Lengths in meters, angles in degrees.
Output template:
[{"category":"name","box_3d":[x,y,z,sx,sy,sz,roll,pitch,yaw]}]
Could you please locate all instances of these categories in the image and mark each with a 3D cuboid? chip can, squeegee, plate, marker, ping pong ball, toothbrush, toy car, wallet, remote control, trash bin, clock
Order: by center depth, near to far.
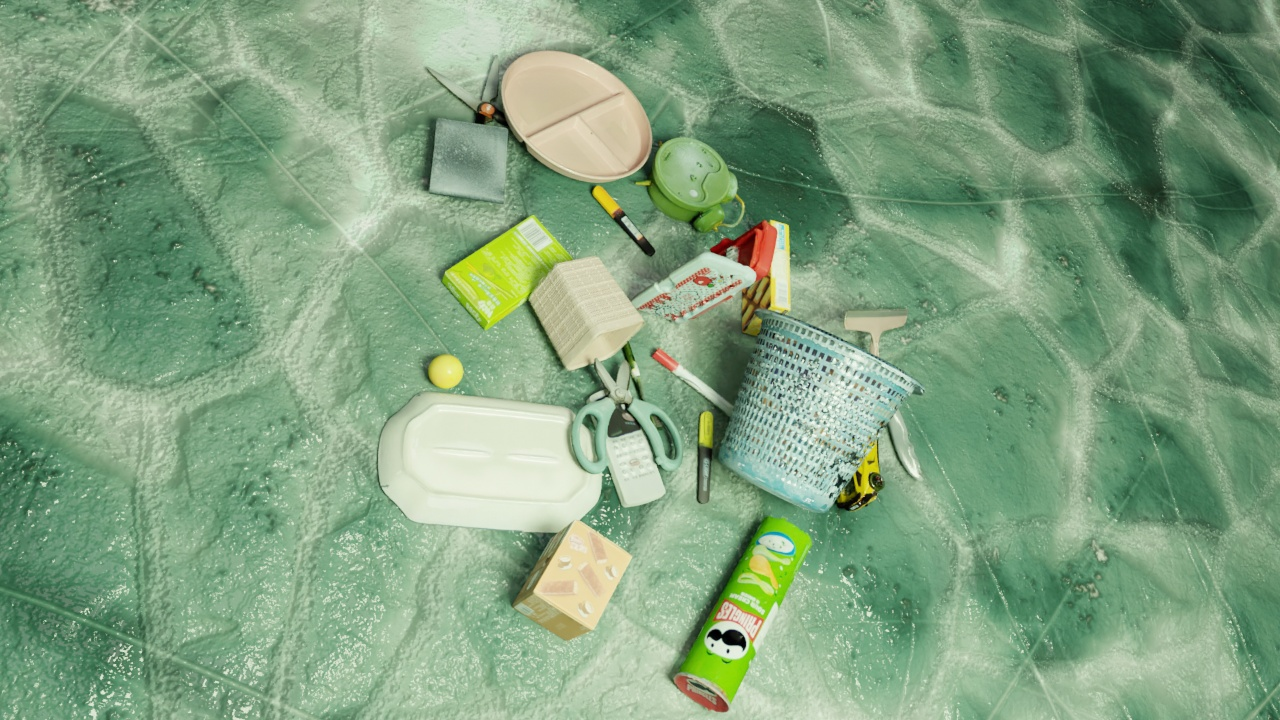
[{"category":"plate","box_3d":[-0.166,0.113,1.063,0.265,0.034,0.161,9,64,-19]},{"category":"ping pong ball","box_3d":[-0.229,0.013,1.079,0.040,0.040,0.040,9,64,-19]},{"category":"chip can","box_3d":[0.125,0.293,1.082,0.072,0.072,0.235,38,58,-3]},{"category":"trash bin","box_3d":[0.201,0.070,1.128,0.226,0.226,0.195,27,91,-10]},{"category":"remote control","box_3d":[-0.018,0.105,1.136,0.058,0.021,0.150,-12,73,-27]},{"category":"marker","box_3d":[0.083,0.124,1.174,0.018,0.015,0.124,11,65,-15]},{"category":"toothbrush","box_3d":[-0.007,0.007,1.192,0.017,0.012,0.185,-8,70,-32]},{"category":"wallet","box_3d":[-0.223,-0.261,1.201,0.097,0.019,0.120,6,64,-14]},{"category":"marker","box_3d":[0.076,0.033,1.212,0.145,0.017,0.017,38,58,-3]},{"category":"toy car","box_3d":[0.289,0.128,1.226,0.041,0.071,0.155,21,58,-17]},{"category":"marker","box_3d":[-0.023,-0.193,1.276,0.124,0.015,0.018,48,60,1]},{"category":"plate","box_3d":[-0.090,-0.342,1.293,0.229,0.028,0.229,14,56,-22]},{"category":"squeegee","box_3d":[0.352,0.051,1.295,0.247,0.040,0.249,-4,80,-56]},{"category":"clock","box_3d":[0.080,-0.248,1.319,0.161,0.056,0.115,31,59,-7]}]

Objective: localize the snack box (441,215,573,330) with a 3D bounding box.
[{"category":"snack box","box_3d":[-0.167,-0.114,1.172,0.086,0.026,0.156,47,58,3]}]

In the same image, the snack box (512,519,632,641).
[{"category":"snack box","box_3d":[-0.075,0.242,1.007,0.077,0.093,0.094,34,58,-5]}]

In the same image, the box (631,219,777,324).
[{"category":"box","box_3d":[0.076,-0.115,1.167,0.100,0.202,0.102,23,67,-20]}]

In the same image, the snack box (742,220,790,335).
[{"category":"snack box","box_3d":[0.174,-0.114,1.279,0.033,0.087,0.140,14,63,-17]}]

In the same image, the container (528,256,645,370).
[{"category":"container","box_3d":[-0.071,-0.062,1.145,0.089,0.090,0.111,-19,71,-46]}]

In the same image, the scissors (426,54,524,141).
[{"category":"scissors","box_3d":[-0.200,-0.327,1.258,0.221,0.022,0.233,20,62,-14]}]

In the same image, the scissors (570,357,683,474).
[{"category":"scissors","box_3d":[-0.009,0.081,1.127,0.181,0.019,0.169,28,51,-17]}]
